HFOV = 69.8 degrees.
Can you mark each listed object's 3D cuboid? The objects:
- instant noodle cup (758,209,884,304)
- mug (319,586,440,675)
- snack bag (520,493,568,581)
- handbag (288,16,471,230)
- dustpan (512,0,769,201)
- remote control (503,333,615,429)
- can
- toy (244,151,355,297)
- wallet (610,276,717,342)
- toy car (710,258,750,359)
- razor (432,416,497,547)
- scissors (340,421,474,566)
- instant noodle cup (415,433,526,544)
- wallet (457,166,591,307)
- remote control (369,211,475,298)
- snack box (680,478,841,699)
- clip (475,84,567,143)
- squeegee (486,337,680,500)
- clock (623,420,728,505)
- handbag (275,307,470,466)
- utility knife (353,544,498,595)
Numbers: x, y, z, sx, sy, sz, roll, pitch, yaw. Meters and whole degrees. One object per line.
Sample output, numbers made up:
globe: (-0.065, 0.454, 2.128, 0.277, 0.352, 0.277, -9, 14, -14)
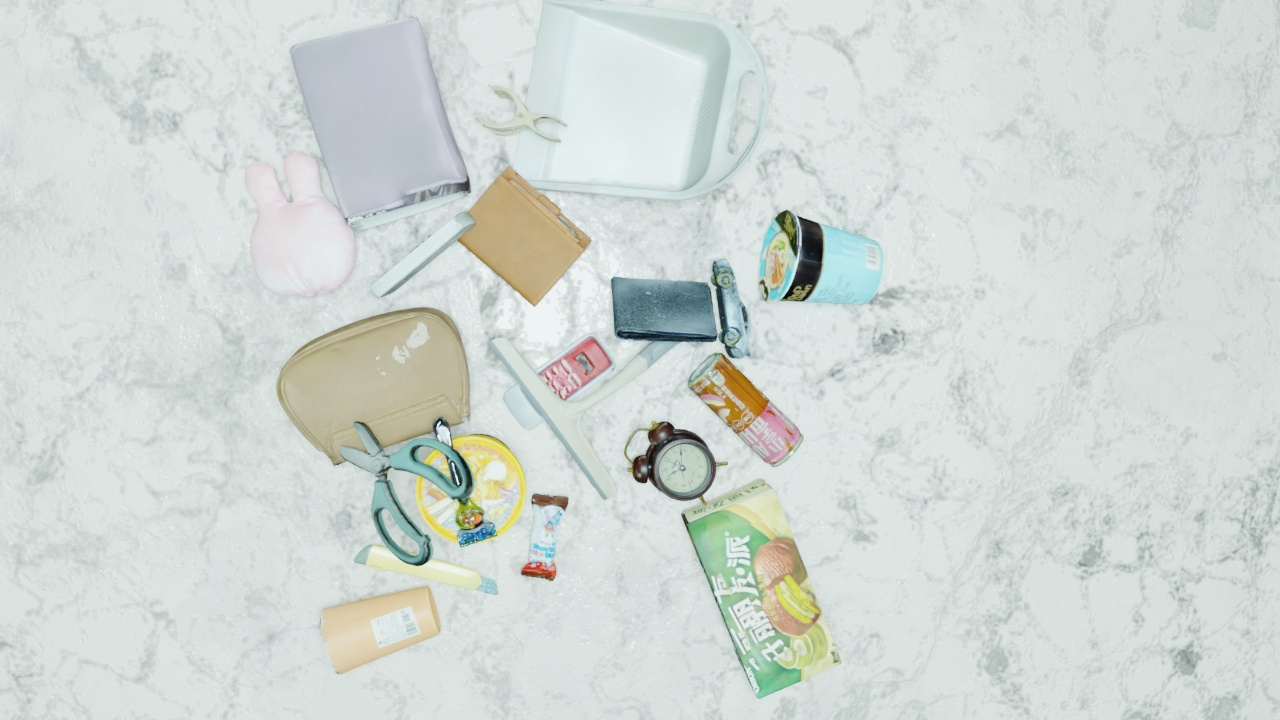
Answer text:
instant noodle cup: (0.214, -0.112, 1.076, 0.120, 0.111, 0.111, 8, 93, -15)
mug: (-0.300, 0.308, 1.069, 0.122, 0.078, 0.078, -16, 96, -9)
snack bag: (-0.115, 0.212, 1.101, 0.045, 0.026, 0.105, 9, 91, -3)
handbag: (-0.282, -0.259, 1.012, 0.145, 0.098, 0.197, -17, 95, -2)
dustpan: (0.001, -0.287, 1.018, 0.257, 0.142, 0.222, 10, 93, -8)
remote control: (-0.096, 0.025, 1.092, 0.136, 0.020, 0.056, -35, 98, -2)
can: (0.125, 0.059, 1.097, 0.147, 0.058, 0.058, 44, 89, -7)
toy: (-0.385, -0.150, 1.030, 0.121, 0.054, 0.159, -10, 96, 6)
wallet: (0.027, -0.061, 1.068, 0.121, 0.097, 0.019, 3, 136, -7)
toy car: (0.108, -0.061, 1.088, 0.037, 0.054, 0.120, -12, 94, -2)
razor: (-0.193, 0.128, 0.974, 0.042, 0.022, 0.143, -17, 95, -7)
scissors: (-0.258, 0.146, 0.979, 0.175, 0.019, 0.177, 14, 102, 19)
instant noodle cup: (-0.188, 0.137, 1.044, 0.118, 0.114, 0.118, 0, 94, -5)
wallet: (-0.138, -0.144, 1.065, 0.132, 0.031, 0.108, 41, 100, -7)
remote control: (-0.244, -0.120, 1.034, 0.135, 0.056, 0.019, -37, 97, 12)
snack box: (0.146, 0.275, 1.113, 0.114, 0.063, 0.240, -22, 97, -3)
clip: (-0.134, -0.289, 1.046, 0.104, 0.035, 0.089, 0, 87, 11)
squeegee: (-0.006, 0.006, 1.076, 0.246, 0.039, 0.246, -37, 111, -9)
clock: (0.037, 0.120, 1.094, 0.122, 0.055, 0.082, 28, 92, -10)
handbag: (-0.294, 0.024, 1.037, 0.204, 0.100, 0.148, -18, 103, -4)
utility knife: (-0.252, 0.251, 1.095, 0.175, 0.019, 0.031, 18, 97, -6)
